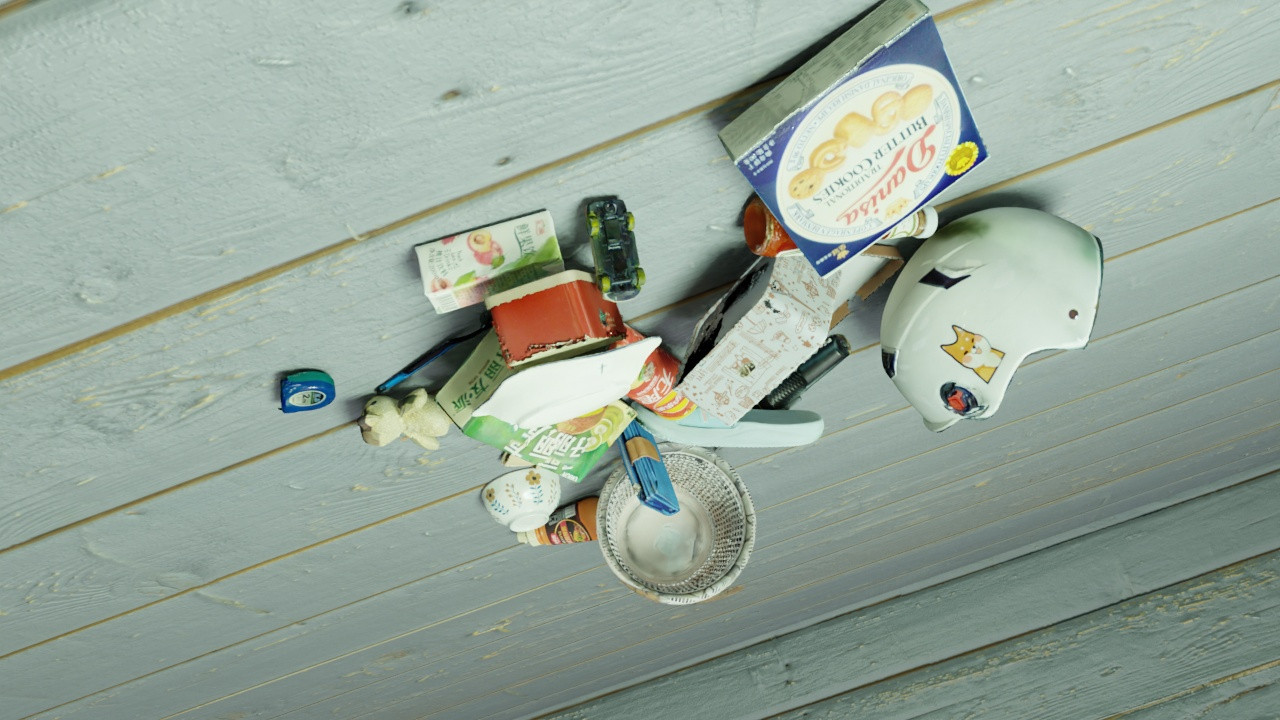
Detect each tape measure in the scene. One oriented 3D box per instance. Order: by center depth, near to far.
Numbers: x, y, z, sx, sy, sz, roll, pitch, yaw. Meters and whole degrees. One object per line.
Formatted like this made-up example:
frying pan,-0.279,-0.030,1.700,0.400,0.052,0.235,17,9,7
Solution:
tape measure,-0.336,0.030,0.923,0.054,0.025,0.058,-6,154,-26

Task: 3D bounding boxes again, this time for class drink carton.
drink carton,-0.130,-0.085,0.806,0.122,0.053,0.045,-16,156,-4

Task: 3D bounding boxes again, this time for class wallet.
wallet,0.008,0.130,1.189,0.040,0.133,0.106,-28,152,10
wallet,-0.120,0.117,1.208,0.115,0.024,0.087,-2,150,-29

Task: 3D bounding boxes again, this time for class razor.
razor,0.205,0.024,1.210,0.168,0.062,0.067,-39,176,25

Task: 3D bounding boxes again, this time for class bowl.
bowl,-0.163,0.203,1.297,0.113,0.062,0.114,-14,151,-8

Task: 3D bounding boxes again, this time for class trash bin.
trash bin,0.044,0.252,1.373,0.227,0.227,0.192,-14,164,-8

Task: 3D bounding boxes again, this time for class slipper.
slipper,0.109,0.065,1.153,0.245,0.074,0.104,3,-169,-2

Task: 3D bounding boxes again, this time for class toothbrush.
toothbrush,-0.209,-0.009,0.944,0.190,0.016,0.014,-29,159,25

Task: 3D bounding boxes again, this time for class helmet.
helmet,0.355,-0.061,1.001,0.157,0.229,0.275,37,134,-6

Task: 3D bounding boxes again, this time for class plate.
plate,-0.067,0.030,0.862,0.164,0.034,0.164,-14,168,-29

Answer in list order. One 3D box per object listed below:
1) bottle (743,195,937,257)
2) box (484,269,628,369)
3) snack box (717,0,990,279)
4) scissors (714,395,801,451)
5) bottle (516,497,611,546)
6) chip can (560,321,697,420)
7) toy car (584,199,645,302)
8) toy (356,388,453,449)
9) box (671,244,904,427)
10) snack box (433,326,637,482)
bottle,0.201,-0.135,0.903,0.205,0.059,0.060,-5,149,-23
box,-0.071,-0.029,0.837,0.091,0.079,0.168,-18,179,10
snack box,0.184,-0.179,0.769,0.178,0.045,0.182,-37,136,13
scissors,0.171,0.092,1.342,0.135,0.014,0.175,-14,152,-6
bottle,-0.122,0.257,1.425,0.150,0.066,0.067,-16,153,11
chip can,-0.006,0.006,1.023,0.073,0.073,0.216,-28,150,18
toy car,-0.024,-0.096,0.812,0.042,0.090,0.035,-11,179,-18
toy,-0.227,0.052,0.995,0.157,0.066,0.105,-17,152,-18
box,0.157,-0.051,0.997,0.272,0.126,0.179,-30,167,-46
snack box,-0.107,0.051,1.014,0.114,0.063,0.240,-49,147,2
